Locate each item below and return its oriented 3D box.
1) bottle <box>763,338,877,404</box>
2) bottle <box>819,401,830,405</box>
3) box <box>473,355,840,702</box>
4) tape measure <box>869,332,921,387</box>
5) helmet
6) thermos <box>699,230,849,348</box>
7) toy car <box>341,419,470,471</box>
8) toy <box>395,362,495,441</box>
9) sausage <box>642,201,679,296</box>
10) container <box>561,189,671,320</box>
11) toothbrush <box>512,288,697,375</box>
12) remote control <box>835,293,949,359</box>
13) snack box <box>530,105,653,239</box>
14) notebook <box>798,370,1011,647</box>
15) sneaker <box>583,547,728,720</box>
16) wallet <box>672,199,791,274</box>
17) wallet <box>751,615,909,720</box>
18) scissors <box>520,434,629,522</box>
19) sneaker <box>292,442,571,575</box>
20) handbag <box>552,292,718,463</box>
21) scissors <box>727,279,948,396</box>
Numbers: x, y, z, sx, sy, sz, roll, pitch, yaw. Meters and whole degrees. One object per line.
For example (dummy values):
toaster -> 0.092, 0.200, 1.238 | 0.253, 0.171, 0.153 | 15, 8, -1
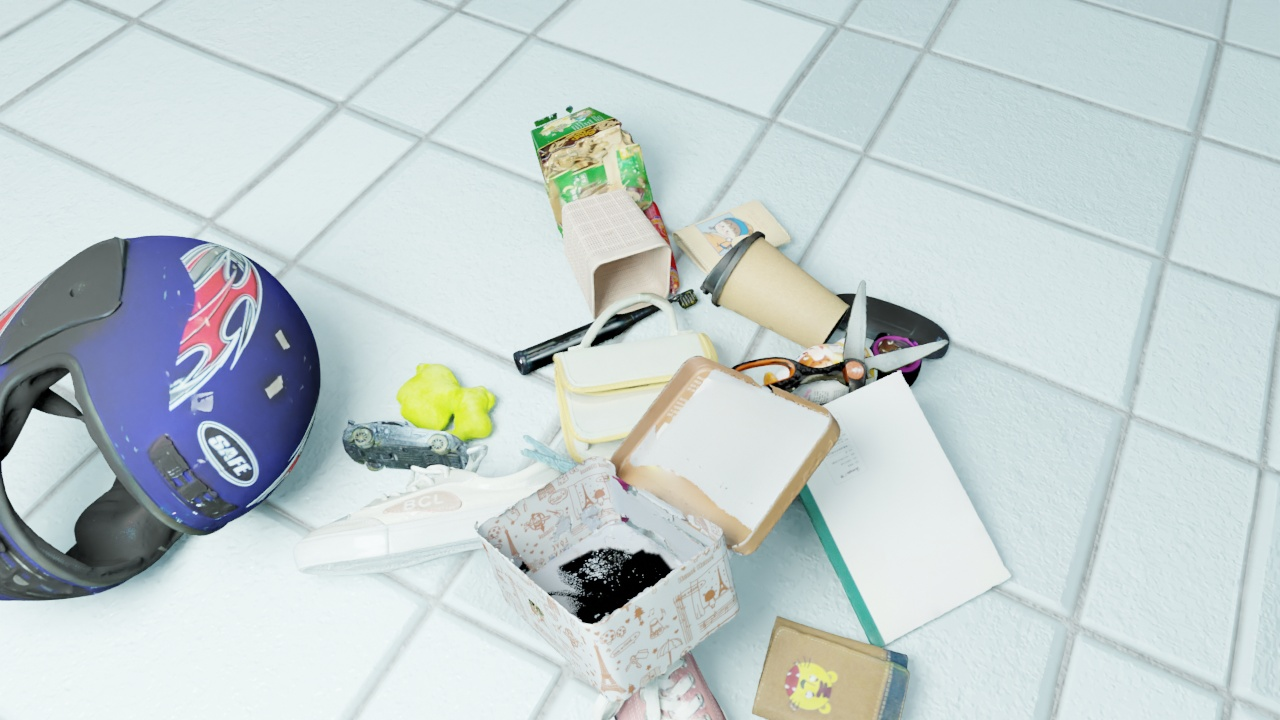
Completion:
bottle -> 0.179, 0.016, 0.917 | 0.108, 0.063, 0.063 | -14, 55, -12
bottle -> 0.175, 0.081, 0.881 | 0.195, 0.044, 0.079 | -9, 62, -7
box -> 0.020, 0.116, 0.730 | 0.258, 0.110, 0.179 | -32, 32, -26
tape measure -> 0.260, 0.002, 0.945 | 0.058, 0.039, 0.056 | 31, 58, 19
helmet -> -0.400, 0.039, 0.760 | 0.241, 0.247, 0.314 | -10, 46, 14
thermos -> 0.143, -0.070, 0.970 | 0.143, 0.093, 0.092 | 35, 59, 12
toy car -> -0.219, 0.081, 0.862 | 0.120, 0.054, 0.036 | 7, 55, 3
toy -> -0.194, 0.044, 0.904 | 0.100, 0.031, 0.096 | 1, 55, -2
sausage -> 0.024, -0.133, 1.051 | 0.020, 0.020, 0.155 | -8, 54, -8
container -> -0.031, -0.119, 0.996 | 0.090, 0.090, 0.111 | -18, 54, -15
toothbrush -> -0.033, -0.034, 0.972 | 0.212, 0.026, 0.027 | -22, 69, -18
remote control -> 0.266, -0.041, 0.987 | 0.136, 0.024, 0.053 | 22, 56, 14
snack box -> -0.066, -0.226, 1.063 | 0.118, 0.118, 0.105 | -23, 43, -8
notebook -> 0.221, 0.128, 0.819 | 0.150, 0.012, 0.209 | -22, 80, -17
sneaker -> 0.011, 0.246, 0.725 | 0.118, 0.088, 0.241 | -17, 55, -14
wallet -> 0.107, -0.139, 1.057 | 0.115, 0.024, 0.087 | -23, 52, -19
wallet -> 0.157, 0.266, 0.752 | 0.115, 0.033, 0.090 | 15, 55, 13
scissors -> -0.057, 0.108, 0.821 | 0.137, 0.017, 0.073 | 26, 46, -38
sneaker -> -0.180, 0.126, 0.803 | 0.242, 0.090, 0.090 | -9, 69, -13
handbag -> -0.005, 0.005, 0.912 | 0.163, 0.063, 0.178 | -9, 59, -10
scissors -> 0.190, 0.025, 0.867 | 0.234, 0.022, 0.220 | -6, 69, -5
